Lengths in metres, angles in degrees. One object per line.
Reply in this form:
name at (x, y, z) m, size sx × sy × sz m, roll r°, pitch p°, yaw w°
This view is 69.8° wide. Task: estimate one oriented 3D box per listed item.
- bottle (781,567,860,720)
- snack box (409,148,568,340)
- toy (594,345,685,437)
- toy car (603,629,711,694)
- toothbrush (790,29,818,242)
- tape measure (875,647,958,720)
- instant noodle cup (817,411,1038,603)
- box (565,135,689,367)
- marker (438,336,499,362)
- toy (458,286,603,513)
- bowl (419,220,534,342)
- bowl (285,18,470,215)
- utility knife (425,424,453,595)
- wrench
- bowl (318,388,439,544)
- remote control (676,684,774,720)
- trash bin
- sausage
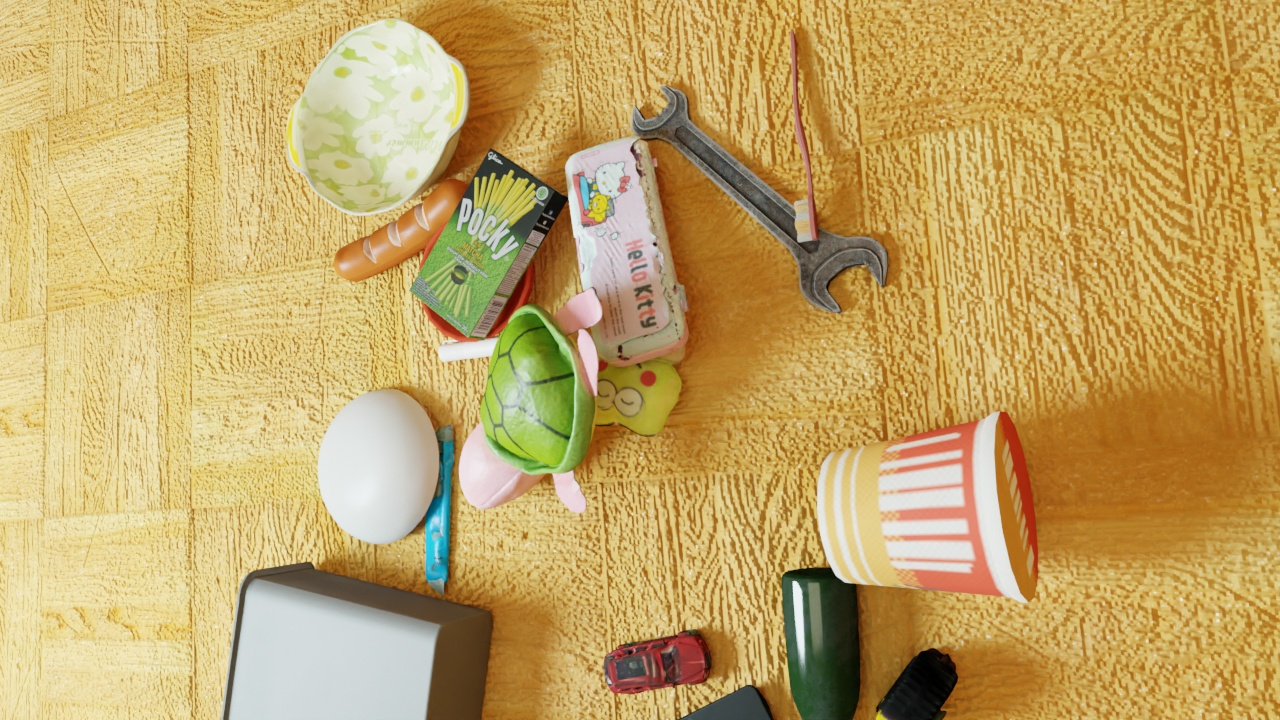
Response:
bottle at (0.137, 0.245, 0.681) m, size 0.055 × 0.055 × 0.174 m, roll -5°, pitch 85°, yaw 24°
snack box at (-0.136, -0.102, 0.811) m, size 0.080 × 0.025 × 0.148 m, roll 36°, pitch 100°, yaw 23°
toy at (-0.005, 0.005, 0.773) m, size 0.092 × 0.046 × 0.115 m, roll 11°, pitch 82°, yaw 28°
toy car at (0.014, 0.248, 0.748) m, size 0.091 × 0.036 × 0.042 m, roll -16°, pitch 78°, yaw 17°
toothbrush at (0.127, -0.183, 0.738) m, size 0.016 × 0.015 × 0.184 m, roll -7°, pitch 76°, yaw 22°
tape measure at (0.197, 0.239, 0.649) m, size 0.038 × 0.062 × 0.067 m, roll 37°, pitch 99°, yaw 22°
instant noodle cup at (0.197, 0.104, 0.636) m, size 0.121 × 0.123 × 0.123 m, roll -10°, pitch 81°, yaw 31°
box at (-0.012, -0.095, 0.760) m, size 0.086 × 0.044 × 0.202 m, roll -17°, pitch 65°, yaw 15°
marker at (-0.127, -0.015, 0.844) m, size 0.134 × 0.017 × 0.020 m, roll -7°, pitch 81°, yaw 24°
toy at (-0.086, 0.036, 0.749) m, size 0.239 × 0.087 × 0.190 m, roll -53°, pitch 51°, yaw 44°
bowl at (-0.145, -0.076, 0.848) m, size 0.122 × 0.035 × 0.122 m, roll -2°, pitch 84°, yaw 24°
bowl at (-0.242, -0.229, 0.893) m, size 0.220 × 0.060 × 0.188 m, roll -7°, pitch 83°, yaw 25°
utility knife at (-0.189, 0.139, 0.861) m, size 0.031 × 0.015 × 0.158 m, roll -4°, pitch 85°, yaw 29°
wrench at (0.091, -0.139, 0.760) m, size 0.273 × 0.010 × 0.070 m, roll 45°, pitch 104°, yaw 21°
bowl at (-0.261, 0.099, 0.872) m, size 0.150 × 0.043 × 0.149 m, roll -5°, pitch 81°, yaw 31°
remote control at (0.039, 0.307, 0.738) m, size 0.152 × 0.020 × 0.041 m, roll -33°, pitch 73°, yaw 19°
trash bin at (-0.260, 0.301, 0.834) m, size 0.220 × 0.097 × 0.191 m, roll 6°, pitch 88°, yaw 24°
sausage at (-0.227, -0.122, 0.885) m, size 0.164 × 0.044 × 0.039 m, roll -27°, pitch 50°, yaw 20°
